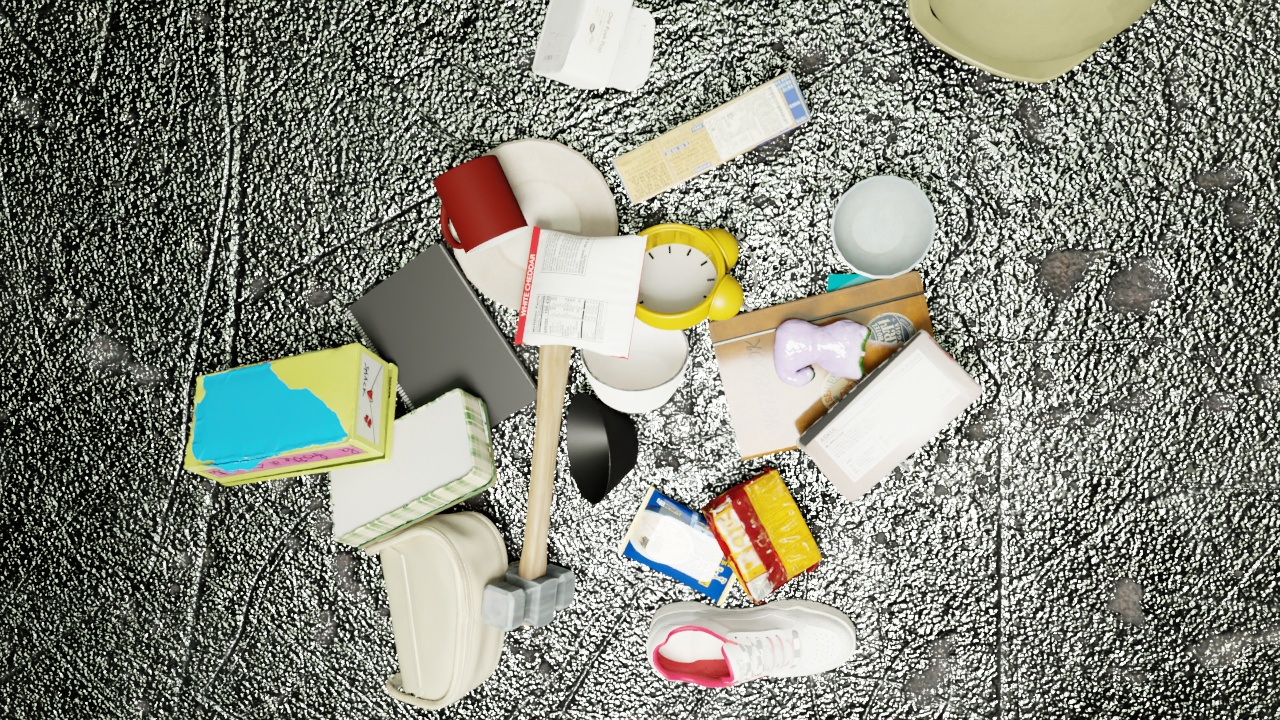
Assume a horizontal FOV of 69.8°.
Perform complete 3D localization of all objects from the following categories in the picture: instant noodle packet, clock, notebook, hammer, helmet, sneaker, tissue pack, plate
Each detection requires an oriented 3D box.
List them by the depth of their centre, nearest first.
[{"bbox_3d":[0.348,-0.370,0.802,0.250,0.255,0.233,27,98,4],"label":"helmet"},{"bbox_3d":[0.267,0.064,0.978,0.181,0.071,0.104,-44,76,9],"label":"tissue pack"},{"bbox_3d":[0.048,-0.090,0.981,0.152,0.052,0.113,-5,67,4],"label":"clock"},{"bbox_3d":[0.212,-0.002,1.009,0.249,0.014,0.178,-14,97,9],"label":"notebook"},{"bbox_3d":[-0.117,-0.150,1.021,0.189,0.027,0.189,1,99,7],"label":"plate"},{"bbox_3d":[-0.110,0.136,1.024,0.051,0.117,0.323,10,97,32],"label":"hammer"},{"bbox_3d":[0.123,0.326,1.025,0.237,0.104,0.090,2,99,7],"label":"sneaker"},{"bbox_3d":[0.137,0.197,1.026,0.098,0.040,0.135,-29,95,-11],"label":"instant noodle packet"},{"bbox_3d":[-0.228,-0.009,1.051,0.149,0.016,0.206,-32,94,20],"label":"notebook"},{"bbox_3d":[0.053,0.213,1.055,0.134,0.026,0.087,26,94,3],"label":"instant noodle packet"}]

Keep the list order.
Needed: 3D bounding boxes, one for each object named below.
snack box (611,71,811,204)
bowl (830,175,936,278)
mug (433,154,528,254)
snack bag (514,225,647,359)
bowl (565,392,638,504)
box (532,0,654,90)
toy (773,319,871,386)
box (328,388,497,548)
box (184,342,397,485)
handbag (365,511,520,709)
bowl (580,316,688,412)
[{"bbox_3d":[0.075,-0.234,0.971,0.207,0.057,0.056,-24,98,10],"label":"snack box"},{"bbox_3d":[0.253,-0.141,0.969,0.106,0.039,0.106,1,99,7],"label":"bowl"},{"bbox_3d":[-0.181,-0.161,0.983,0.106,0.073,0.082,-20,96,39],"label":"mug"},{"bbox_3d":[-0.067,-0.073,0.967,0.144,0.039,0.130,8,89,29],"label":"snack bag"},{"bbox_3d":[-0.036,0.095,1.023,0.052,0.124,0.124,-6,99,-25],"label":"bowl"},{"bbox_3d":[-0.030,-0.331,0.963,0.130,0.103,0.110,15,98,-30],"label":"box"},{"bbox_3d":[0.193,-0.007,0.984,0.100,0.036,0.080,6,110,11],"label":"toy"},{"bbox_3d":[-0.258,0.123,1.028,0.206,0.050,0.117,-29,58,18],"label":"box"},{"bbox_3d":[-0.392,0.064,1.032,0.221,0.082,0.124,-13,64,16],"label":"box"},{"bbox_3d":[-0.228,0.288,1.086,0.184,0.131,0.229,-3,96,33],"label":"handbag"},{"bbox_3d":[-0.006,0.006,0.993,0.116,0.116,0.066,6,143,6],"label":"bowl"}]
